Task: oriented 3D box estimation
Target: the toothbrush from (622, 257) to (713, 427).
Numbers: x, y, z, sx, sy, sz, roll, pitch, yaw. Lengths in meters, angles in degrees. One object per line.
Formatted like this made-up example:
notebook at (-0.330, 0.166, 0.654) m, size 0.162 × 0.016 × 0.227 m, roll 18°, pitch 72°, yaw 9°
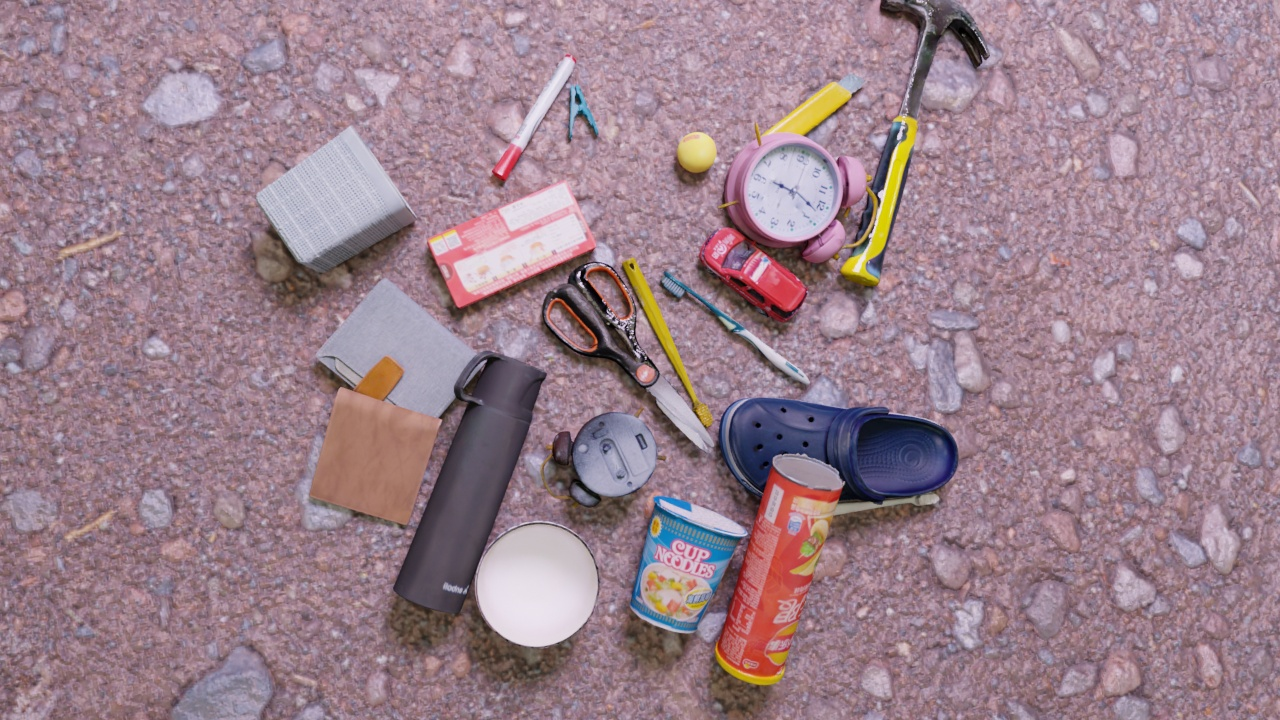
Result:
toothbrush at (0.029, -0.018, 0.936) m, size 0.015 × 0.016 × 0.190 m, roll -26°, pitch 91°, yaw -8°

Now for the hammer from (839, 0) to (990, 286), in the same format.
hammer at (0.280, -0.235, 0.973) m, size 0.126 × 0.032 × 0.323 m, roll 17°, pitch 85°, yaw -6°

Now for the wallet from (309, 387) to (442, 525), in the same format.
wallet at (-0.255, 0.093, 0.878) m, size 0.101 × 0.020 × 0.115 m, roll 20°, pitch 104°, yaw -7°

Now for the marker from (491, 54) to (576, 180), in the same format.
marker at (-0.107, -0.247, 0.929) m, size 0.017 × 0.017 × 0.145 m, roll 31°, pitch 84°, yaw -5°

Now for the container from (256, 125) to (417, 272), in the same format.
container at (-0.286, -0.145, 0.865) m, size 0.111 × 0.090 × 0.090 m, roll -35°, pitch 92°, yaw -5°

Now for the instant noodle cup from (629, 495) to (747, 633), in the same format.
instant noodle cup at (0.041, 0.201, 0.893) m, size 0.099 × 0.099 × 0.110 m, roll 19°, pitch 92°, yaw -7°

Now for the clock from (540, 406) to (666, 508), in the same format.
clock at (-0.039, 0.096, 0.902) m, size 0.122 × 0.055 × 0.082 m, roll -25°, pitch 91°, yaw -7°

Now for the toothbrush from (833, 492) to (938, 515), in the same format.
toothbrush at (0.224, 0.153, 0.954) m, size 0.180 × 0.016 × 0.016 m, roll -5°, pitch 86°, yaw -8°

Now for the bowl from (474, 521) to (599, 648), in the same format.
bowl at (-0.099, 0.211, 0.882) m, size 0.116 × 0.066 × 0.116 m, roll 1°, pitch 86°, yaw -8°

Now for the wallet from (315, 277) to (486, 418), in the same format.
wallet at (-0.233, 0.000, 0.890) m, size 0.129 × 0.037 × 0.106 m, roll 40°, pitch 82°, yaw -4°

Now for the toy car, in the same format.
toy car at (0.117, -0.089, 0.938) m, size 0.120 × 0.045 × 0.053 m, roll 35°, pitch 82°, yaw -3°

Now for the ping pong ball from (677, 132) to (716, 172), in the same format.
ping pong ball at (0.058, -0.212, 0.937) m, size 0.040 × 0.040 × 0.040 m, roll 0°, pitch 87°, yaw -8°

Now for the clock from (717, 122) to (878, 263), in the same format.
clock at (0.165, -0.165, 0.929) m, size 0.158 × 0.060 × 0.117 m, roll 21°, pitch 97°, yaw -11°

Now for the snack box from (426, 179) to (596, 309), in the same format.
snack box at (-0.128, -0.115, 0.915) m, size 0.152 × 0.025 × 0.075 m, roll -25°, pitch 92°, yaw -8°

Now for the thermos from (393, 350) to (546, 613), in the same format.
thermos at (-0.168, 0.110, 0.872) m, size 0.090 × 0.068 × 0.242 m, roll 24°, pitch 82°, yaw -41°

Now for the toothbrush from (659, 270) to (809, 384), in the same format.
toothbrush at (0.098, -0.030, 0.947) m, size 0.191 × 0.016 × 0.018 m, roll 37°, pitch 93°, yaw -4°

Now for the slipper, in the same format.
slipper at (0.205, 0.095, 0.918) m, size 0.252 × 0.095 × 0.105 m, roll 6°, pitch 84°, yaw -11°

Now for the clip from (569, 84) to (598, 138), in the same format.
clip at (-0.063, -0.254, 0.937) m, size 0.034 × 0.013 × 0.055 m, roll -7°, pitch 90°, yaw -9°

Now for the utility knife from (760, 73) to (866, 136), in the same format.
utility knife at (0.169, -0.249, 0.967) m, size 0.176 × 0.015 × 0.033 m, roll -38°, pitch 101°, yaw -8°

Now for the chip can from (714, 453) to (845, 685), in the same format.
chip can at (0.130, 0.199, 0.876) m, size 0.073 × 0.073 × 0.217 m, roll 10°, pitch 107°, yaw -7°

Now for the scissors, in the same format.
scissors at (0.007, -0.007, 0.923) m, size 0.235 × 0.022 × 0.139 m, roll 29°, pitch 81°, yaw -2°
